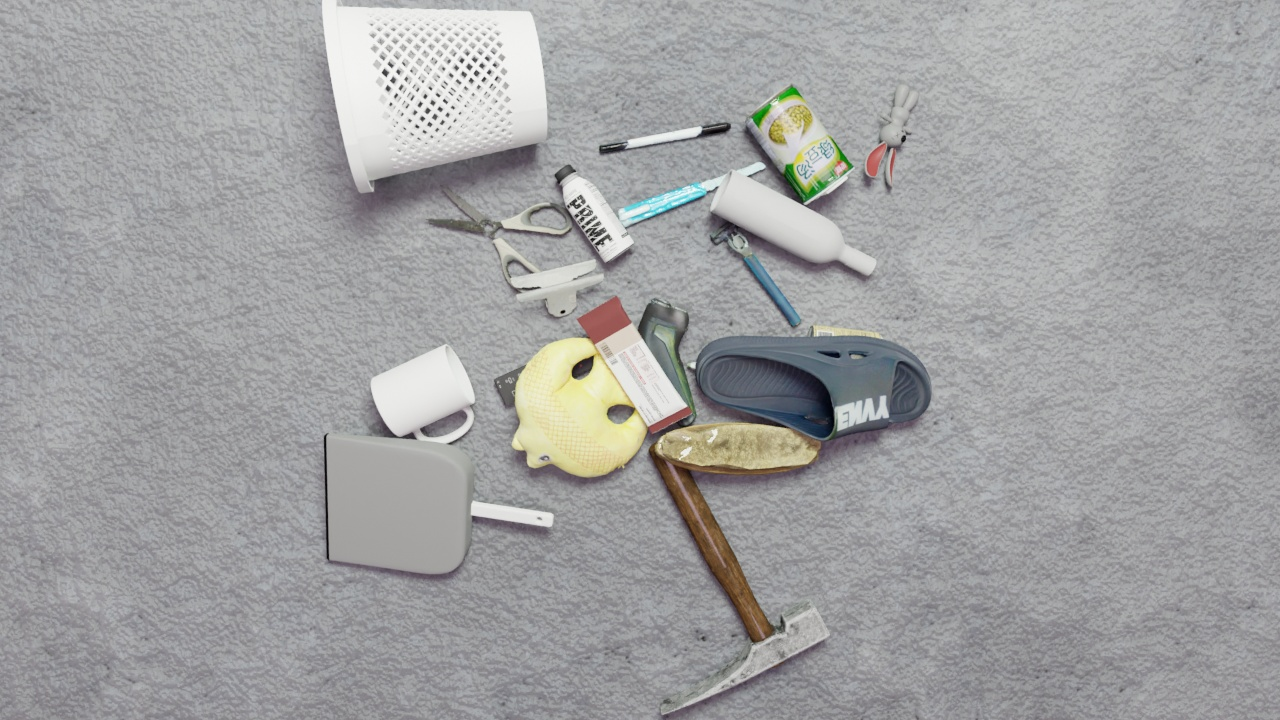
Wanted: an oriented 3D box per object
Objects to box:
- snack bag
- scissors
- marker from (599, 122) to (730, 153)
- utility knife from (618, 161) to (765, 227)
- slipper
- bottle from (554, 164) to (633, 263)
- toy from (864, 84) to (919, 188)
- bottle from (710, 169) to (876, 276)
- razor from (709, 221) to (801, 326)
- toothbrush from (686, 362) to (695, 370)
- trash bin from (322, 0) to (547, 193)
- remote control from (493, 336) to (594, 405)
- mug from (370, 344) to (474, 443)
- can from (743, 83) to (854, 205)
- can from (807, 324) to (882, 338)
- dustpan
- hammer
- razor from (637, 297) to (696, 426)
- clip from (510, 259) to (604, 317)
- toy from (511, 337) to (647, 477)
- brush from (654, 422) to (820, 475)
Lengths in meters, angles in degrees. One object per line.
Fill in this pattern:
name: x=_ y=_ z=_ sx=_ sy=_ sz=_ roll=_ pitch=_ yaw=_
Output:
snack bag: x=-0.006 y=0.006 z=1.022 sx=0.057 sy=0.013 sz=0.158 roll=-29 pitch=102 yaw=22
scissors: x=-0.153 y=-0.146 z=1.047 sx=0.166 sy=0.012 sz=0.157 roll=-24 pitch=95 yaw=1
marker: x=0.028 y=-0.253 z=1.042 sx=0.152 sy=0.011 sz=0.011 roll=-10 pitch=95 yaw=0
utility knife: x=0.059 y=-0.189 z=1.046 sx=0.179 sy=0.015 sz=0.022 roll=-18 pitch=96 yaw=2
slipper: x=0.194 y=0.032 z=1.017 sx=0.268 sy=0.083 sz=0.111 roll=6 pitch=123 yaw=1
bottle: x=-0.055 y=-0.167 z=1.033 sx=0.041 sy=0.041 sz=0.116 roll=-35 pitch=95 yaw=2
toy: x=0.285 y=-0.255 z=1.037 sx=0.049 sy=0.030 sz=0.111 roll=17 pitch=92 yaw=-31
bottle: x=0.176 y=-0.147 z=1.031 sx=0.195 sy=0.052 sz=0.052 roll=25 pitch=94 yaw=-9
razor: x=0.139 y=-0.099 z=1.053 sx=0.042 sy=0.022 sz=0.144 roll=-38 pitch=95 yaw=3
toothbrush: x=0.148 y=0.012 z=1.067 sx=0.189 sy=0.016 sz=0.017 roll=5 pitch=83 yaw=-2
trash bin: x=-0.207 y=-0.285 z=0.958 sx=0.199 sy=0.195 sz=0.195 roll=-9 pitch=95 yaw=-10
remote control: x=-0.095 y=0.007 z=1.061 sx=0.150 sy=0.013 sz=0.034 roll=-24 pitch=95 yaw=1
mug: x=-0.237 y=0.048 z=1.040 sx=0.090 sy=0.073 sz=0.110 roll=-25 pitch=121 yaw=1
can: x=0.177 y=-0.238 z=1.018 sx=0.067 sy=0.067 sz=0.121 roll=-37 pitch=94 yaw=2
can: x=0.234 y=-0.018 z=1.053 sx=0.079 sy=0.038 sz=0.038 roll=7 pitch=95 yaw=-2
dustpan: x=-0.229 y=0.170 z=1.046 sx=0.258 sy=0.033 sz=0.163 roll=8 pitch=112 yaw=4
hammer: x=0.057 y=0.244 z=1.075 sx=0.218 sy=0.037 sz=0.300 roll=-28 pitch=94 yaw=1
razor: x=0.038 y=0.002 z=1.045 sx=0.067 sy=0.054 sz=0.151 roll=-18 pitch=100 yaw=9
clip: x=-0.093 y=-0.082 z=1.042 sx=0.102 sy=0.052 sz=0.058 roll=-14 pitch=78 yaw=-11
toy: x=-0.073 y=0.063 z=1.039 sx=0.154 sy=0.064 sz=0.170 roll=-39 pitch=108 yaw=-8
brush: x=0.113 y=0.100 z=1.046 sx=0.195 sy=0.043 sz=0.059 roll=3 pitch=77 yaw=-11
